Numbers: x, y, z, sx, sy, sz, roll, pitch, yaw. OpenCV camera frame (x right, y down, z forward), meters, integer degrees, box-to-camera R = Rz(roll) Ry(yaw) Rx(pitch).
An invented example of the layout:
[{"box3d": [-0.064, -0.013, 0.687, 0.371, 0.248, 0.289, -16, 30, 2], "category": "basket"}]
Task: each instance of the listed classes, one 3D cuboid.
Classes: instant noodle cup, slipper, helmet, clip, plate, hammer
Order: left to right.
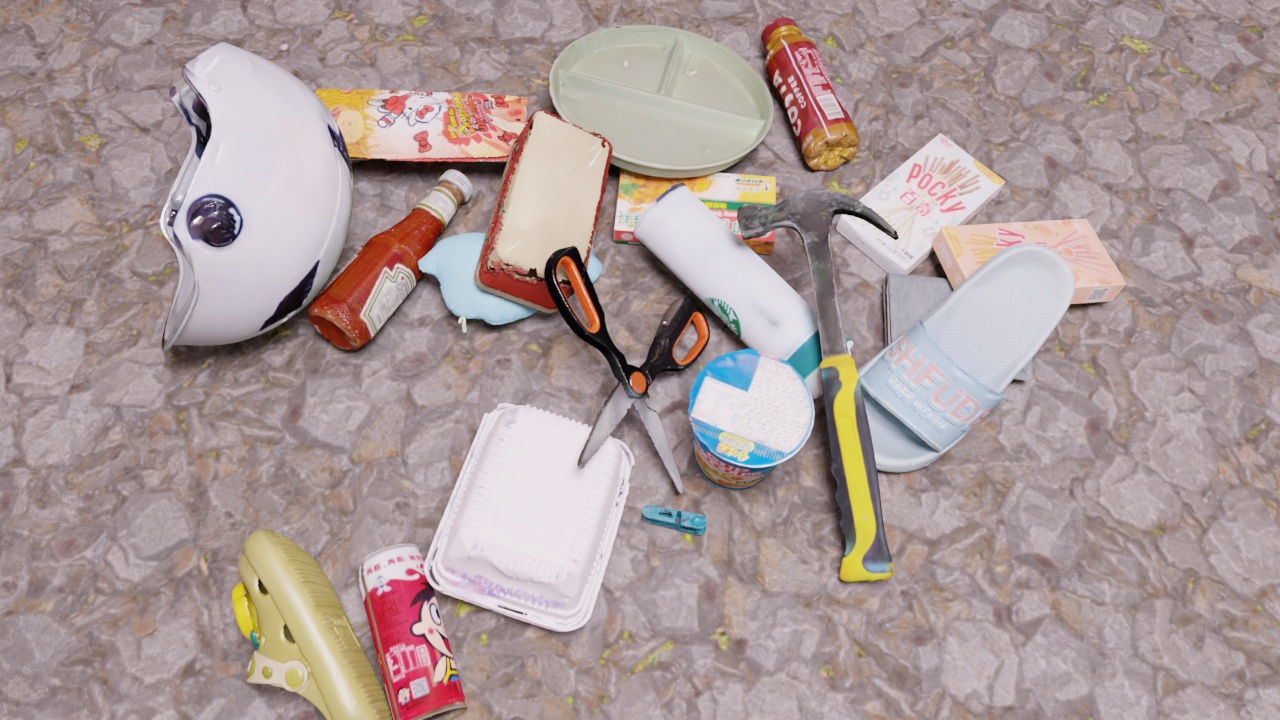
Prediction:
[{"box3d": [-0.330, -0.132, 0.795, 0.145, 0.229, 0.258, 4, 92, -30], "category": "helmet"}, {"box3d": [-0.257, 0.215, 0.683, 0.081, 0.092, 0.190, -33, 72, -14], "category": "slipper"}, {"box3d": [-0.081, 0.113, 0.733, 0.138, 0.060, 0.173, 19, 59, -2], "category": "instant noodle cup"}, {"box3d": [0.021, -0.267, 0.939, 0.230, 0.028, 0.229, 4, 53, -6], "category": "plate"}, {"box3d": [0.028, 0.133, 0.767, 0.057, 0.046, 0.014, 13, 65, 6], "category": "clip"}, {"box3d": [0.084, 0.058, 0.754, 0.099, 0.110, 0.099, 1, 64, -1], "category": "instant noodle cup"}, {"box3d": [0.166, 0.018, 0.753, 0.126, 0.032, 0.323, -10, 86, 17], "category": "hammer"}, {"box3d": [0.270, -0.001, 0.775, 0.104, 0.074, 0.245, 45, 93, 3], "category": "slipper"}]

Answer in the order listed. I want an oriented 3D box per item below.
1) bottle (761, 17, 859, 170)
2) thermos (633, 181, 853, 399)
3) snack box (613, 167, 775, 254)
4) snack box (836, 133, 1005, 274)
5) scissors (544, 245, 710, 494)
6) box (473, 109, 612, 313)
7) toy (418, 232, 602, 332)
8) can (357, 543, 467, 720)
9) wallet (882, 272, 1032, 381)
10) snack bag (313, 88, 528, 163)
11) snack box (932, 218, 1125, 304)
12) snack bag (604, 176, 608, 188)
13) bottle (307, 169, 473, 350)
[{"box3d": [0.171, -0.281, 0.954, 0.057, 0.057, 0.174, -13, 65, -8], "category": "bottle"}, {"box3d": [0.092, -0.059, 0.825, 0.073, 0.073, 0.224, -41, 80, -19], "category": "thermos"}, {"box3d": [0.054, -0.148, 0.902, 0.156, 0.027, 0.077, 4, 65, 1], "category": "snack box"}, {"box3d": [0.278, -0.154, 0.911, 0.156, 0.027, 0.084, -40, 71, -18], "category": "snack box"}, {"box3d": [-0.005, 0.004, 0.777, 0.220, 0.022, 0.230, -32, 99, -48], "category": "scissors"}, {"box3d": [-0.084, -0.138, 0.819, 0.091, 0.078, 0.168, 20, 62, -18], "category": "box"}, {"box3d": [-0.120, -0.088, 0.857, 0.161, 0.050, 0.156, 19, 60, -5], "category": "toy"}, {"box3d": [-0.177, 0.211, 0.704, 0.053, 0.053, 0.132, -19, 65, -10], "category": "can"}, {"box3d": [0.291, -0.030, 0.843, 0.130, 0.037, 0.106, 6, 62, 0], "category": "wallet"}, {"box3d": [-0.217, -0.231, 0.914, 0.208, 0.073, 0.128, -2, 41, -3], "category": "snack bag"}, {"box3d": [0.361, -0.090, 0.856, 0.157, 0.026, 0.084, -4, 55, -12], "category": "snack box"}, {"box3d": [-0.042, -0.220, 0.937, 0.048, 0.026, 0.104, 13, 64, 10], "category": "snack bag"}, {"box3d": [-0.225, -0.101, 0.857, 0.060, 0.060, 0.205, 26, 61, 11], "category": "bottle"}]
